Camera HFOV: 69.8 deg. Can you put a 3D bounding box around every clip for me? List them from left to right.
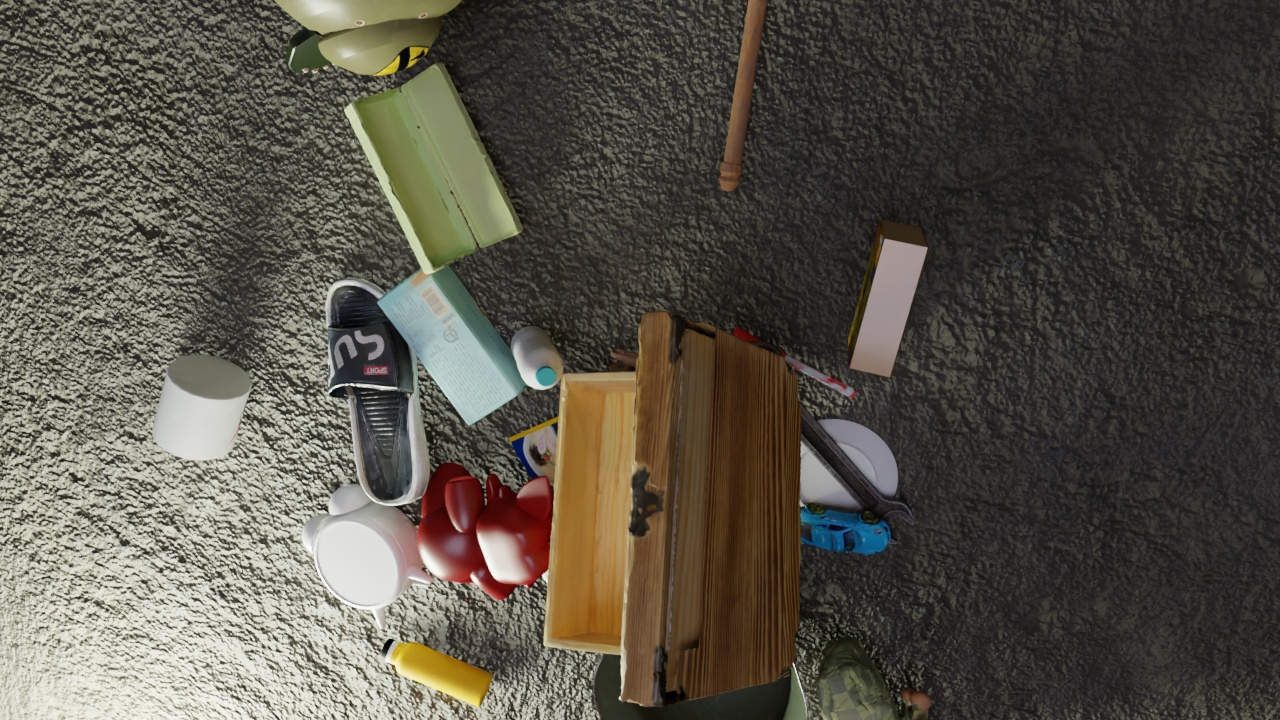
[{"bbox_3d":[-0.006,0.002,0.989,0.061,0.025,0.049,-16,102,25],"label":"clip"}]

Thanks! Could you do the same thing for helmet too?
[{"bbox_3d":[-0.224,-0.377,0.759,0.233,0.255,0.250,-22,105,23],"label":"helmet"},{"bbox_3d":[0.079,0.326,1.015,0.227,0.153,0.268,3,107,16],"label":"helmet"}]

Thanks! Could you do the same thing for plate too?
[{"bbox_3d":[0.208,0.127,0.990,0.135,0.011,0.135,4,111,11],"label":"plate"}]

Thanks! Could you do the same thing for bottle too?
[{"bbox_3d":[-0.265,0.398,1.182,0.144,0.043,0.043,21,113,5],"label":"bottle"},{"bbox_3d":[-0.106,-0.001,0.948,0.044,0.136,0.044,-4,106,-13],"label":"bottle"}]

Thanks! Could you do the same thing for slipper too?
[{"bbox_3d":[-0.302,0.038,1.026,0.111,0.063,0.264,-6,98,21],"label":"slipper"}]

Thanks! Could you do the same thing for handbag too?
[{"bbox_3d":[0.269,0.398,1.025,0.117,0.113,0.186,-20,104,11],"label":"handbag"}]

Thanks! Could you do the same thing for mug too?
[{"bbox_3d":[-0.529,0.047,1.096,0.121,0.090,0.090,42,118,32],"label":"mug"}]

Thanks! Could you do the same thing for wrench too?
[{"bbox_3d":[0.191,0.090,0.967,0.070,0.010,0.273,-39,98,24],"label":"wrench"}]

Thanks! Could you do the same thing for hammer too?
[{"bbox_3d":[0.102,-0.308,0.814,0.163,0.082,0.318,11,112,9],"label":"hammer"}]

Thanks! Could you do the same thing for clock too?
[{"bbox_3d":[-0.331,0.233,1.130,0.161,0.072,0.126,47,113,1],"label":"clock"}]

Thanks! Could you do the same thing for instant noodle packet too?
[{"bbox_3d":[-0.083,0.130,1.050,0.087,0.026,0.134,-24,103,25],"label":"instant noodle packet"}]

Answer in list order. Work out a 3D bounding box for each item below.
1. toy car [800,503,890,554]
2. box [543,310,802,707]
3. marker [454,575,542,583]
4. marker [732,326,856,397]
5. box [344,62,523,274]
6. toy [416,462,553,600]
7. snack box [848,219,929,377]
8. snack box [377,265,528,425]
[{"bbox_3d":[0.212,0.183,0.980,0.105,0.032,0.048,6,126,24],"label":"toy car"},{"bbox_3d":[0.017,0.128,0.794,0.287,0.336,0.279,-2,77,22],"label":"box"},{"bbox_3d":[-0.165,0.261,1.123,0.141,0.016,0.016,-9,108,16],"label":"marker"},{"bbox_3d":[0.160,0.003,0.955,0.142,0.012,0.013,28,113,2],"label":"marker"},{"bbox_3d":[-0.213,-0.191,0.931,0.098,0.082,0.188,-14,107,45],"label":"box"},{"bbox_3d":[-0.156,0.195,1.034,0.198,0.120,0.158,-6,107,32],"label":"toy"},{"bbox_3d":[0.233,-0.061,0.873,0.040,0.088,0.126,13,112,8],"label":"snack box"},{"bbox_3d":[-0.203,-0.021,1.008,0.075,0.053,0.174,-32,99,21],"label":"snack box"}]
